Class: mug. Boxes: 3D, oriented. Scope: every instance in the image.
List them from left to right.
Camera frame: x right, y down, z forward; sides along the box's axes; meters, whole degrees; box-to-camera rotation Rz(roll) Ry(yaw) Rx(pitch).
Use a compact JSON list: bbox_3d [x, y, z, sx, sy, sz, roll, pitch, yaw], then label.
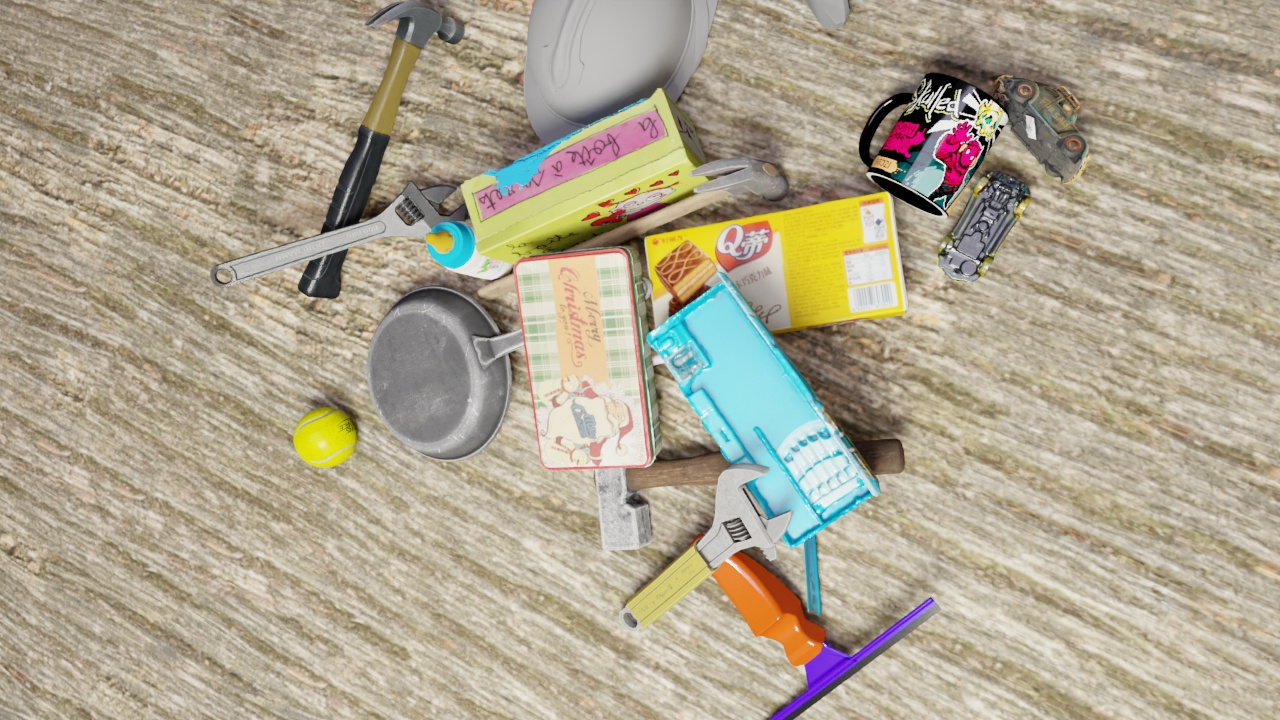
[{"bbox_3d":[0.250,-0.197,0.822,0.118,0.081,0.098,37,101,42],"label":"mug"}]

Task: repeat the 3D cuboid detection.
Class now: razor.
[{"bbox_3d":[0.154,-0.385,0.863,0.156,0.060,0.057,55,147,-5],"label":"razor"},{"bbox_3d":[0.159,0.169,0.869,0.042,0.022,0.144,-5,92,26],"label":"razor"}]

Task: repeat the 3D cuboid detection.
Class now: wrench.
[{"bbox_3d":[-0.315,-0.127,0.965,0.273,0.018,0.073,-19,111,-6],"label":"wrench"},{"bbox_3d":[0.048,0.182,0.837,0.083,0.018,0.274,49,132,10],"label":"wrench"}]

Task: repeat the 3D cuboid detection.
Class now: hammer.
[{"bbox_3d":[-0.291,-0.219,0.976,0.025,0.117,0.333,31,103,23],"label":"hammer"},{"bbox_3d":[-0.023,-0.124,0.899,0.332,0.119,0.030,-18,82,25],"label":"hammer"},{"bbox_3d":[0.090,0.062,0.864,0.301,0.037,0.217,-7,86,24],"label":"hammer"}]

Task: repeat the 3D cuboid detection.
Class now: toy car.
[{"bbox_3d":[0.306,-0.119,0.822,0.049,0.030,0.107,33,96,14],"label":"toy car"},{"bbox_3d":[0.356,-0.210,0.799,0.047,0.047,0.112,-32,75,-5],"label":"toy car"}]

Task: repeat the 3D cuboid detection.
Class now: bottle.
[{"bbox_3d":[-0.173,-0.111,0.909,0.051,0.146,0.051,0,89,17],"label":"bottle"}]

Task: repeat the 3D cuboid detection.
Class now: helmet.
[{"bbox_3d":[-0.036,-0.336,0.885,0.183,0.117,0.271,28,96,16],"label":"helmet"}]

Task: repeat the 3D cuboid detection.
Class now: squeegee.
[{"bbox_3d":[0.119,0.229,0.854,0.185,0.055,0.250,43,115,2],"label":"squeegee"}]

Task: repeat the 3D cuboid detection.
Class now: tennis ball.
[{"bbox_3d":[-0.344,0.084,1.001,0.065,0.065,0.065,0,89,17],"label":"tennis ball"}]

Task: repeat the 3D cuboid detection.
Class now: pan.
[{"bbox_3d":[-0.146,-0.012,0.926,0.358,0.055,0.187,-21,86,29],"label":"pan"}]

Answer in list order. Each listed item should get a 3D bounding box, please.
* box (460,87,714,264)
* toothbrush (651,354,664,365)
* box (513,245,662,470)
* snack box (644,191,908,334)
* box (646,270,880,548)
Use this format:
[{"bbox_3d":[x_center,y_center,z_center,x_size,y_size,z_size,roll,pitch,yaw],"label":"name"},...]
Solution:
[{"bbox_3d":[-0.049,-0.166,0.886,0.221,0.124,0.081,-23,80,14],"label":"box"},{"bbox_3d":[-0.005,0.005,0.878,0.155,0.015,0.022,-13,120,22],"label":"toothbrush"},{"bbox_3d":[-0.048,0.000,0.852,0.118,0.049,0.205,-3,99,14],"label":"box"},{"bbox_3d":[0.126,-0.081,0.861,0.231,0.061,0.110,-8,87,17],"label":"snack box"},{"bbox_3d":[0.097,0.039,0.765,0.098,0.121,0.226,-35,78,5],"label":"box"}]
